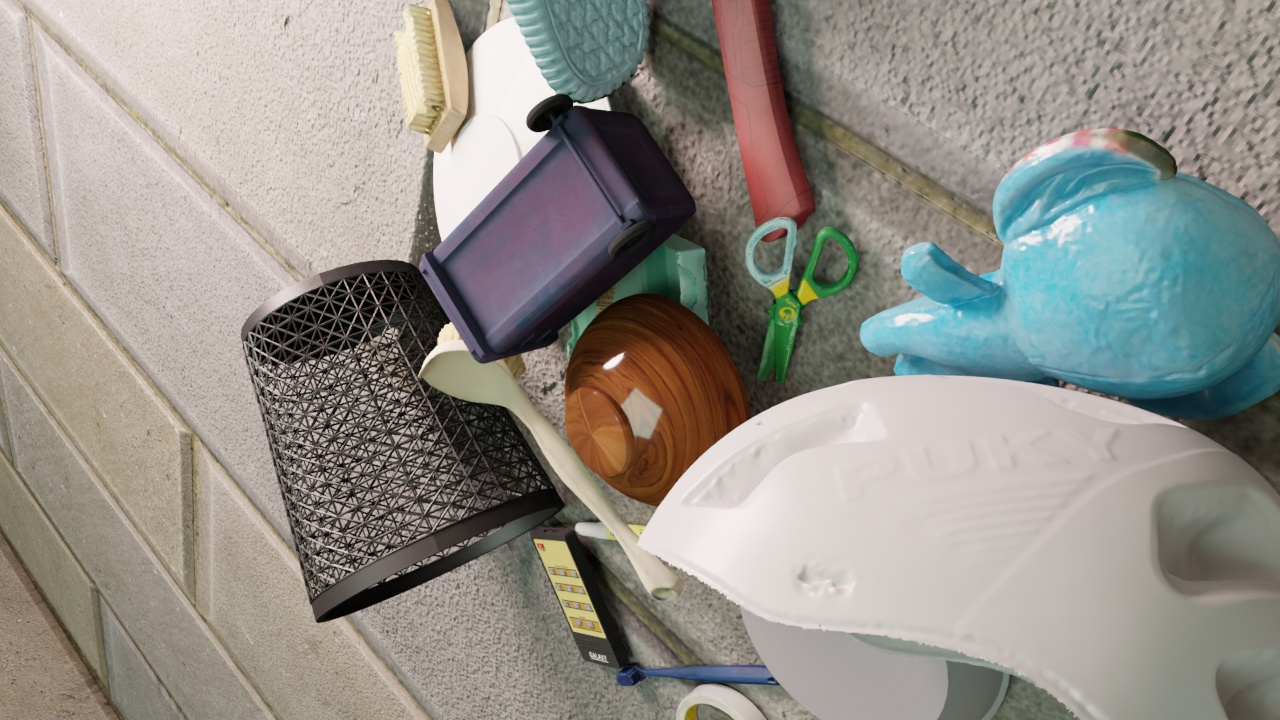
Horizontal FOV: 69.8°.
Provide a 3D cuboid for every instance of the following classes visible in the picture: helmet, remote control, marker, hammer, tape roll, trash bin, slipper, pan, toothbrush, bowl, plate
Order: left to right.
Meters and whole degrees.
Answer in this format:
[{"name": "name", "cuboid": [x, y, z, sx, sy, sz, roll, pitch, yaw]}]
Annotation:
[{"name": "trash bin", "cuboid": [-0.215, 0.061, 0.781, 0.218, 0.216, 0.243, -38, 75, 45]}, {"name": "plate", "cuboid": [-0.102, -0.132, 0.669, 0.230, 0.030, 0.229, 9, 103, 46]}, {"name": "slipper", "cuboid": [-0.064, -0.277, 0.514, 0.069, 0.115, 0.276, 36, 154, 44]}, {"name": "trash bin", "cuboid": [-0.056, -0.074, 0.569, 0.161, 0.092, 0.093, -38, 80, 31]}, {"name": "remote control", "cuboid": [-0.055, 0.210, 0.815, 0.058, 0.013, 0.133, -11, 105, 51]}, {"name": "bowl", "cuboid": [-0.006, 0.036, 0.593, 0.147, 0.068, 0.147, 24, 125, 40]}, {"name": "marker", "cuboid": [-0.005, 0.141, 0.747, 0.133, 0.014, 0.014, -5, 104, 44]}, {"name": "toothbrush", "cuboid": [0.044, 0.259, 0.751, 0.190, 0.017, 0.016, -20, 95, 46]}, {"name": "tape roll", "cuboid": [0.071, 0.309, 0.748, 0.094, 0.019, 0.094, 20, 121, 36]}, {"name": "hammer", "cuboid": [0.052, -0.224, 0.520, 0.126, 0.036, 0.316, 3, 111, 45]}, {"name": "pan", "cuboid": [0.183, 0.135, 0.553, 0.200, 0.050, 0.358, 58, 138, 7]}, {"name": "helmet", "cuboid": [0.138, 0.102, 0.416, 0.283, 0.224, 0.183, -2, 64, 30]}]

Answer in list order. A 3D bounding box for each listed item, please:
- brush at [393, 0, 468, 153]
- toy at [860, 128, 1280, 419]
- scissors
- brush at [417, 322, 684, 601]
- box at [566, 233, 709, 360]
[{"name": "brush", "cuboid": [-0.159, -0.218, 0.691, 0.049, 0.039, 0.117, -38, 58, 45]}, {"name": "toy", "cuboid": [0.195, -0.030, 0.426, 0.183, 0.114, 0.181, 38, 148, -29]}, {"name": "scissors", "cuboid": [0.085, -0.033, 0.569, 0.071, 0.014, 0.131, 18, 131, 1]}, {"name": "brush", "cuboid": [-0.062, 0.075, 0.696, 0.272, 0.077, 0.062, 47, 146, 4]}, {"name": "box", "cuboid": [0.004, 0.001, 0.654, 0.138, 0.057, 0.187, 22, 123, 48]}]
